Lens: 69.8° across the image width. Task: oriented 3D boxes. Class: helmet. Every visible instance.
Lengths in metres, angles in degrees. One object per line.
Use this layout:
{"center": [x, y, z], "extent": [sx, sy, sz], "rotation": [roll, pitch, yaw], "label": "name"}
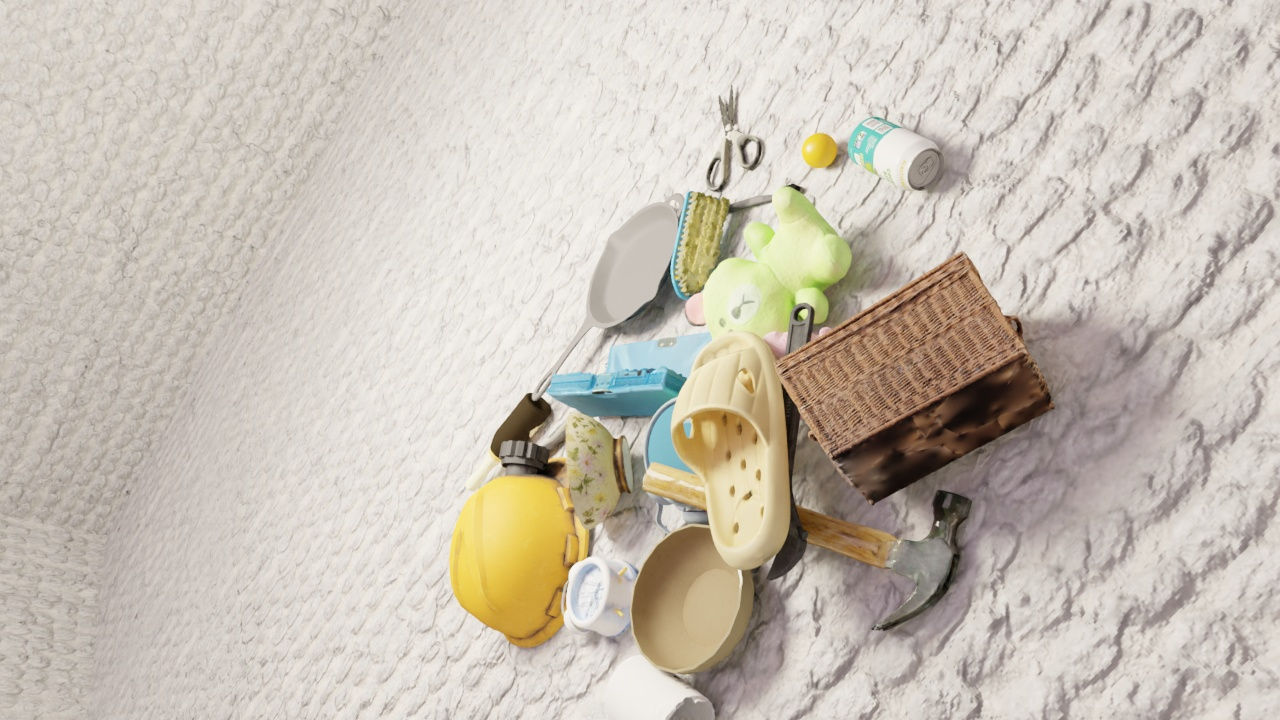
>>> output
{"center": [-0.176, 0.233, 1.192], "extent": [0.206, 0.131, 0.255], "rotation": [-14, 61, 46], "label": "helmet"}

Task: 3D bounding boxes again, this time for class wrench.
{"center": [0.139, 0.071, 0.873], "extent": [0.073, 0.018, 0.272], "rotation": [-6, 66, 43], "label": "wrench"}

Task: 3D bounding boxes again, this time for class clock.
{"center": [0.062, 0.118, 1.007], "extent": [0.122, 0.075, 0.162], "rotation": [29, 104, 39], "label": "clock"}
{"center": [-0.054, 0.279, 1.083], "extent": [0.126, 0.052, 0.088], "rotation": [-23, 55, 46], "label": "clock"}

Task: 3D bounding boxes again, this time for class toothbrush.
{"center": [0.137, -0.197, 1.145], "extent": [0.168, 0.013, 0.012], "rotation": [-7, 66, 52], "label": "toothbrush"}
{"center": [-0.128, 0.118, 1.287], "extent": [0.186, 0.024, 0.022], "rotation": [-44, 1, 27], "label": "toothbrush"}

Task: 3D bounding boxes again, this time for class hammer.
{"center": [0.136, 0.153, 0.875], "extent": [0.331, 0.033, 0.132], "rotation": [12, 83, 39], "label": "hammer"}

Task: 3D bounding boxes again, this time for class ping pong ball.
{"center": [0.206, -0.242, 1.059], "extent": [0.040, 0.040, 0.040], "rotation": [-28, 50, 40], "label": "ping pong ball"}

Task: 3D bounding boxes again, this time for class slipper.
{"center": [0.080, 0.068, 0.869], "extent": [0.112, 0.079, 0.261], "rotation": [-35, 44, 34], "label": "slipper"}

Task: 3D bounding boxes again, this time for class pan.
{"center": [-0.043, -0.078, 1.270], "extent": [0.355, 0.024, 0.216], "rotation": [-53, 31, 14], "label": "pan"}

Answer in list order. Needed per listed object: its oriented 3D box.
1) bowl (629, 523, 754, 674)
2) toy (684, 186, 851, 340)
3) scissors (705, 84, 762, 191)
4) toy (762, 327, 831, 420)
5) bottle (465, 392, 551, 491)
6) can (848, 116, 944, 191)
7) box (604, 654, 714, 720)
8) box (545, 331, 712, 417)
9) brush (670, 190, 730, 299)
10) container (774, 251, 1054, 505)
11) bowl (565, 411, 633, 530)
{"center": [0.061, 0.250, 0.950], "extent": [0.153, 0.050, 0.152], "rotation": [-28, 47, 35], "label": "bowl"}
{"center": [0.146, -0.077, 1.001], "extent": [0.150, 0.107, 0.197], "rotation": [55, 126, 24], "label": "toy"}
{"center": [0.125, -0.299, 1.216], "extent": [0.150, 0.012, 0.165], "rotation": [18, 84, 53], "label": "scissors"}
{"center": [0.181, 0.002, 0.935], "extent": [0.096, 0.099, 0.052], "rotation": [-25, 8, 13], "label": "toy"}
{"center": [-0.202, 0.127, 1.352], "extent": [0.185, 0.045, 0.045], "rotation": [-50, 39, 21], "label": "bottle"}
{"center": [0.266, -0.216, 0.959], "extent": [0.055, 0.055, 0.101], "rotation": [-56, 38, 13], "label": "can"}
{"center": [0.019, 0.383, 0.913], "extent": [0.147, 0.084, 0.136], "rotation": [15, 76, 52], "label": "box"}
{"center": [-0.006, 0.005, 1.144], "extent": [0.232, 0.094, 0.112], "rotation": [-6, 63, 50], "label": "box"}
{"center": [0.069, -0.142, 1.161], "extent": [0.075, 0.055, 0.135], "rotation": [171, 112, -77], "label": "brush"}
{"center": [0.234, 0.020, 0.784], "extent": [0.199, 0.114, 0.112], "rotation": [-33, 47, 15], "label": "container"}
{"center": [-0.045, 0.130, 1.117], "extent": [0.063, 0.145, 0.145], "rotation": [-9, 56, 5], "label": "bowl"}
